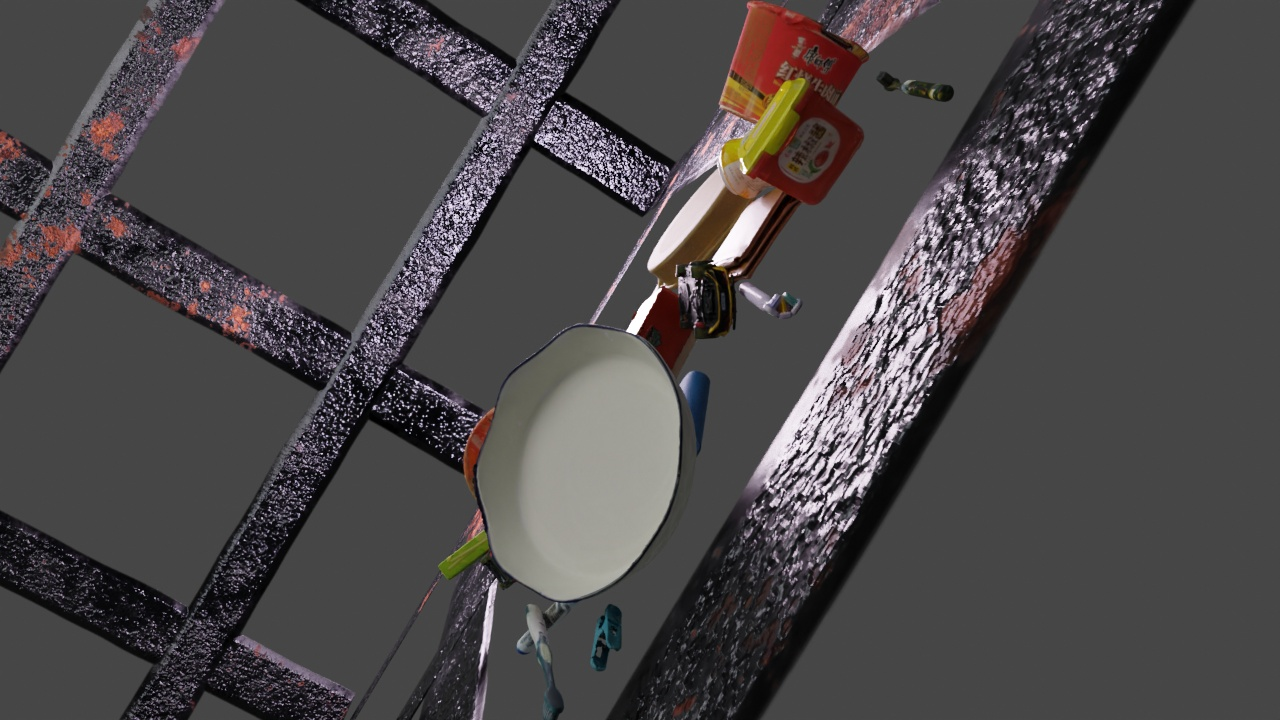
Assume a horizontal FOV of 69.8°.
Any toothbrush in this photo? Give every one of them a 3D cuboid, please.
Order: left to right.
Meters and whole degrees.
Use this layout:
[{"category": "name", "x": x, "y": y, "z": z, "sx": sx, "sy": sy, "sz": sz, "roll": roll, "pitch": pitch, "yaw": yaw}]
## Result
[{"category": "toothbrush", "x": -0.080, "y": 0.238, "z": 0.738, "sx": 0.191, "sy": 0.016, "sz": 0.018, "roll": -146, "pitch": 75, "yaw": -76}, {"category": "toothbrush", "x": 0.100, "y": -0.052, "z": 0.756, "sx": 0.189, "sy": 0.029, "sz": 0.021, "roll": -107, "pitch": 11, "yaw": -81}, {"category": "toothbrush", "x": 0.204, "y": -0.208, "z": 0.693, "sx": 0.012, "sy": 0.017, "sz": 0.185, "roll": -49, "pitch": 10, "yaw": 16}]

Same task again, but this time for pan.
[{"category": "pan", "x": 0.057, "y": -0.138, "z": 1.256, "sx": 0.359, "sy": 0.078, "sz": 0.197, "roll": -39, "pitch": 18, "yaw": 50}]

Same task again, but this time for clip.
[{"category": "clip", "x": -0.023, "y": 0.190, "z": 0.632, "sx": 0.041, "sy": 0.014, "sz": 0.056, "roll": -56, "pitch": 8, "yaw": 15}]

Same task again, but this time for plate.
[{"category": "plate", "x": -0.040, "y": 0.076, "z": 0.690, "sx": 0.205, "sy": 0.045, "sz": 0.204, "roll": -14, "pitch": 68, "yaw": 38}]

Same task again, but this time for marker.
[{"category": "marker", "x": -0.078, "y": 0.228, "z": 0.818, "sx": 0.146, "sy": 0.017, "sz": 0.016, "roll": -52, "pitch": 10, "yaw": 41}]

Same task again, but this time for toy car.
[{"category": "toy car", "x": -0.170, "y": 0.256, "z": 1.157, "sx": 0.045, "sy": 0.053, "sz": 0.121, "roll": -40, "pitch": -2, "yaw": -17}, {"category": "toy car", "x": 0.061, "y": -0.061, "z": 0.882, "sx": 0.156, "sy": 0.041, "sz": 0.071, "roll": -143, "pitch": 49, "yaw": -80}]

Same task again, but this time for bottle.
[{"category": "bottle", "x": 0.132, "y": -0.205, "z": 0.905, "sx": 0.109, "sy": 0.063, "sz": 0.063, "roll": -20, "pitch": 30, "yaw": 33}]

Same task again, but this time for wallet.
[{"category": "wallet", "x": 0.016, "y": 0.072, "z": 0.747, "sx": 0.106, "sy": 0.040, "sz": 0.132, "roll": -53, "pitch": 6, "yaw": 21}, {"category": "wallet", "x": 0.110, "y": -0.122, "z": 0.911, "sx": 0.107, "sy": 0.031, "sz": 0.132, "roll": -56, "pitch": 7, "yaw": -6}]

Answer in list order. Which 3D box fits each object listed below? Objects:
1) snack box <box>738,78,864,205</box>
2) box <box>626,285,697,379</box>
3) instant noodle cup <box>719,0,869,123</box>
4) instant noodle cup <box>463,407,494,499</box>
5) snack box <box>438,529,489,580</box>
[{"category": "snack box", "x": 0.138, "y": -0.186, "z": 0.790, "sx": 0.091, "sy": 0.080, "sz": 0.082, "roll": -57, "pitch": 9, "yaw": 18}, {"category": "box", "x": -0.006, "y": 0.006, "z": 0.978, "sx": 0.168, "sy": 0.078, "sz": 0.091, "roll": -61, "pitch": 9, "yaw": -19}, {"category": "instant noodle cup", "x": 0.152, "y": -0.295, "z": 0.960, "sx": 0.137, "sy": 0.138, "sz": 0.109, "roll": -88, "pitch": 21, "yaw": -74}, {"category": "instant noodle cup", "x": -0.142, "y": 0.113, "z": 1.121, "sx": 0.151, "sy": 0.151, "sz": 0.111, "roll": -59, "pitch": 13, "yaw": -3}, {"category": "snack box", "x": -0.188, "y": 0.229, "z": 1.213, "sx": 0.156, "sy": 0.026, "sz": 0.085, "roll": -38, "pitch": -6, "yaw": 15}]
